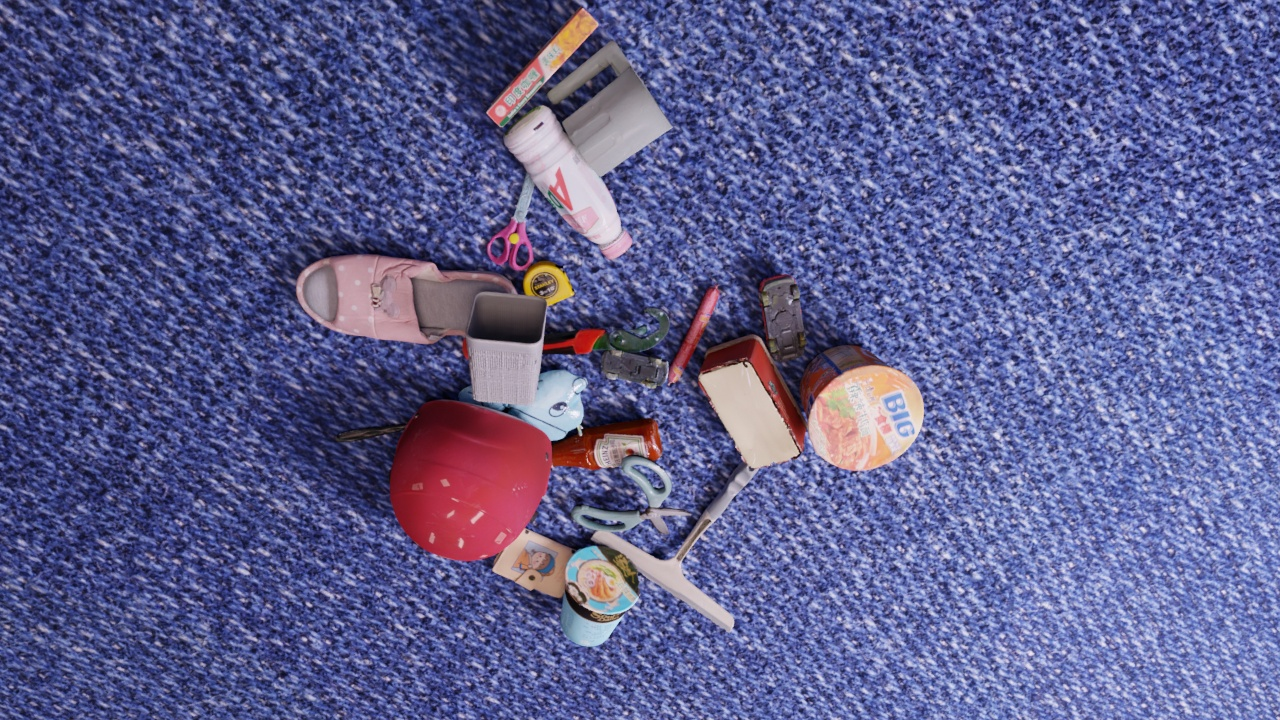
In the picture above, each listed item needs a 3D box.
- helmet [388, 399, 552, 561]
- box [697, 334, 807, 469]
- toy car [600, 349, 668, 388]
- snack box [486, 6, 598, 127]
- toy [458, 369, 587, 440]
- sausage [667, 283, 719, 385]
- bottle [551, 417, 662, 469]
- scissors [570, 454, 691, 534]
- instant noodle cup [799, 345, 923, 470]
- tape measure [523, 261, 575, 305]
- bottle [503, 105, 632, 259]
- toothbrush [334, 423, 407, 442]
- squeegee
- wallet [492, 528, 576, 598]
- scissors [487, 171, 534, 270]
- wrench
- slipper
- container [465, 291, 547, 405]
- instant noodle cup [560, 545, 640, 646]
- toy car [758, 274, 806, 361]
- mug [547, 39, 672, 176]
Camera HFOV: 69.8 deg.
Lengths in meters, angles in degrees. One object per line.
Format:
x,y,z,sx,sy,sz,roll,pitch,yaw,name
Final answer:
-0.234,0.180,1.191,0.207,0.143,0.241,18,122,-3,helmet
0.146,0.062,1.213,0.091,0.079,0.168,-19,115,29,box
-0.007,0.007,1.215,0.090,0.034,0.043,11,110,6,toy car
-0.111,-0.332,1.038,0.156,0.077,0.027,-43,109,13,snack box
-0.149,0.060,1.218,0.156,0.049,0.162,41,106,-15,toy
0.070,-0.033,1.213,0.020,0.020,0.156,20,110,-13,sausage
-0.076,0.122,1.246,0.206,0.059,0.060,-10,114,6,bottle
-0.023,0.191,1.258,0.170,0.019,0.174,-9,132,14,scissors
0.282,0.055,1.217,0.151,0.111,0.151,-2,113,-4,instant noodle cup
-0.120,-0.098,1.163,0.060,0.029,0.057,-23,114,5,tape measure
-0.080,-0.208,1.101,0.068,0.068,0.197,-34,114,9,bottle
-0.322,0.092,1.235,0.181,0.018,0.016,-9,117,1,toothbrush
0.097,0.227,1.315,0.246,0.039,0.247,34,105,-3,squeegee
-0.149,0.295,1.333,0.115,0.024,0.087,27,103,-16,wallet
-0.153,-0.179,1.135,0.063,0.017,0.135,15,107,2,scissors
-0.097,-0.027,1.189,0.273,0.016,0.056,-7,104,5,wrench
-0.289,-0.074,1.145,0.274,0.054,0.114,5,112,-8,slipper
-0.164,-0.011,1.130,0.090,0.090,0.114,6,133,-2,container
-0.067,0.344,1.311,0.111,0.111,0.121,12,132,-10,instant noodle cup
0.183,-0.057,1.197,0.053,0.045,0.121,-12,119,-1,toy car
-0.038,-0.292,1.068,0.103,0.083,0.124,-35,85,11,mug
